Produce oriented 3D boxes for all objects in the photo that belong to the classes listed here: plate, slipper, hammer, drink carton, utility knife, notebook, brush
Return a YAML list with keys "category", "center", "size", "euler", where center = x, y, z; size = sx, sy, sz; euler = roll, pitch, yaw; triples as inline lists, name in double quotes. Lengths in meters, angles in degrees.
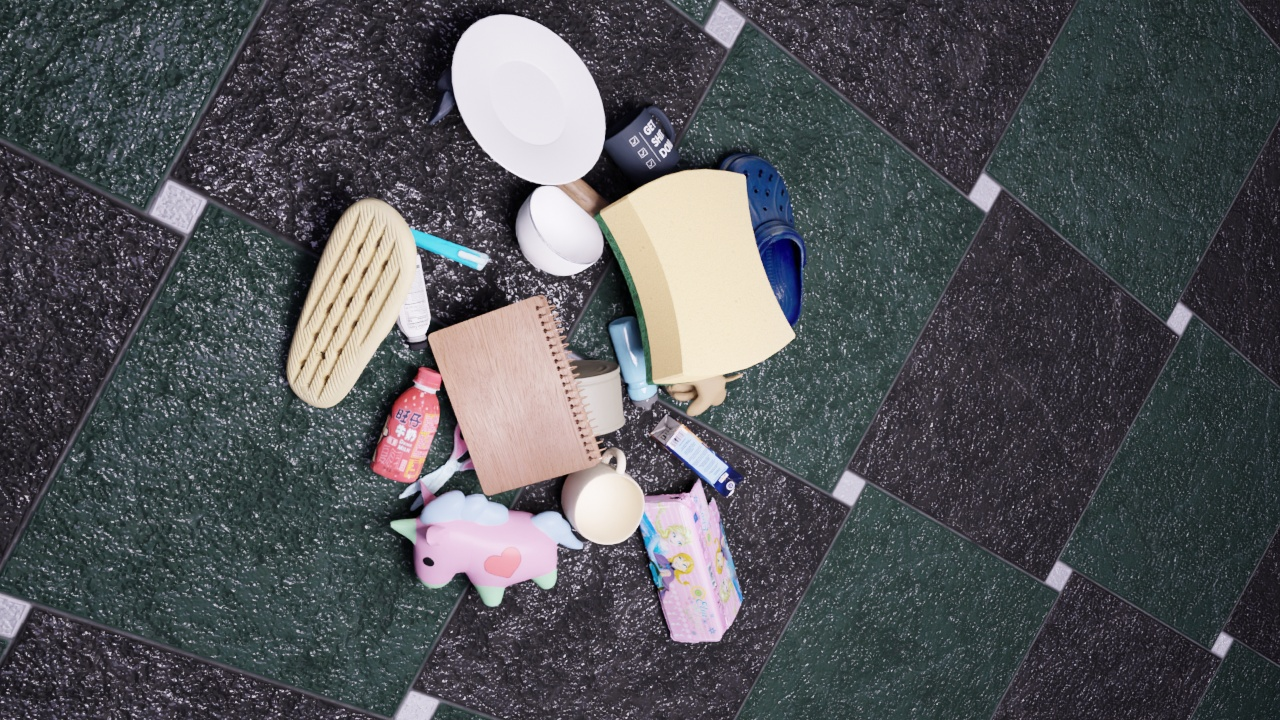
- category: "plate"
  center: [-0.129, -0.303, 1.074]
  size: [0.208, 0.015, 0.208]
  euler: [12, 70, -37]
- category: "slipper"
  center: [-0.324, -0.061, 1.063]
  size: [0.111, 0.079, 0.262]
  euler: [35, 108, 12]
- category: "hammer"
  center: [-0.110, -0.234, 1.105]
  size: [0.321, 0.040, 0.129]
  euler: [39, 52, -24]
- category: "drink carton"
  center: [0.078, 0.133, 1.276]
  size: [0.130, 0.064, 0.040]
  euler: [41, 87, -23]
- category: "utility knife"
  center: [-0.245, -0.141, 1.119]
  size: [0.124, 0.015, 0.022]
  euler: [21, 80, -21]
- category: "notebook"
  center: [-0.146, 0.043, 1.099]
  size: [0.169, 0.022, 0.210]
  euler: [-17, 94, 21]
- category: "brush"
  center: [0.070, -0.104, 1.138]
  size: [0.194, 0.075, 0.250]
  euler: [-18, 91, -37]
- category: "slipper"
  center: [0.175, -0.157, 1.234]
  size: [0.105, 0.095, 0.253]
  euler: [-18, 104, -18]

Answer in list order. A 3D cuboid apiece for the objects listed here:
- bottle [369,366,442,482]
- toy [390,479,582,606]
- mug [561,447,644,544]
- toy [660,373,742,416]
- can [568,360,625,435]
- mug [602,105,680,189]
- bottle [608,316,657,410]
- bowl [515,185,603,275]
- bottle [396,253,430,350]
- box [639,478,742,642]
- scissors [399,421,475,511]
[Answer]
- category: "bottle"
  center: [-0.280, 0.076, 1.125]
  size: [0.062, 0.062, 0.137]
  euler: [20, 92, -24]
- category: "toy"
  center: [-0.188, 0.225, 1.160]
  size: [0.222, 0.120, 0.171]
  euler: [-14, 122, -10]
- category: "mug"
  center: [-0.052, 0.171, 1.213]
  size: [0.096, 0.100, 0.120]
  euler: [18, 92, -22]
- category: "toy"
  center: [0.079, 0.023, 1.236]
  size: [0.106, 0.108, 0.134]
  euler: [-21, 109, 1]
- category: "can"
  center: [-0.085, 0.047, 1.159]
  size: [0.127, 0.128, 0.073]
  euler: [-8, 102, -20]
- category: "mug"
  center: [0.007, -0.279, 1.166]
  size: [0.077, 0.071, 0.104]
  euler: [50, 54, -23]
- category: "bottle"
  center: [-0.007, 0.007, 1.229]
  size: [0.040, 0.040, 0.130]
  euler: [-22, 108, -16]
- category: "bowl"
  center: [-0.107, -0.152, 1.132]
  size: [0.113, 0.063, 0.113]
  euler: [26, 46, -32]
- category: "bottle"
  center: [-0.278, -0.069, 1.106]
  size: [0.041, 0.041, 0.116]
  euler: [-12, 105, -19]
- category: "box"
  center: [0.072, 0.282, 1.324]
  size: [0.086, 0.105, 0.230]
  euler: [-7, 108, 25]
- category: "scissors"
  center: [-0.228, 0.143, 1.186]
  size: [0.105, 0.016, 0.179]
  euler: [44, 83, -23]
